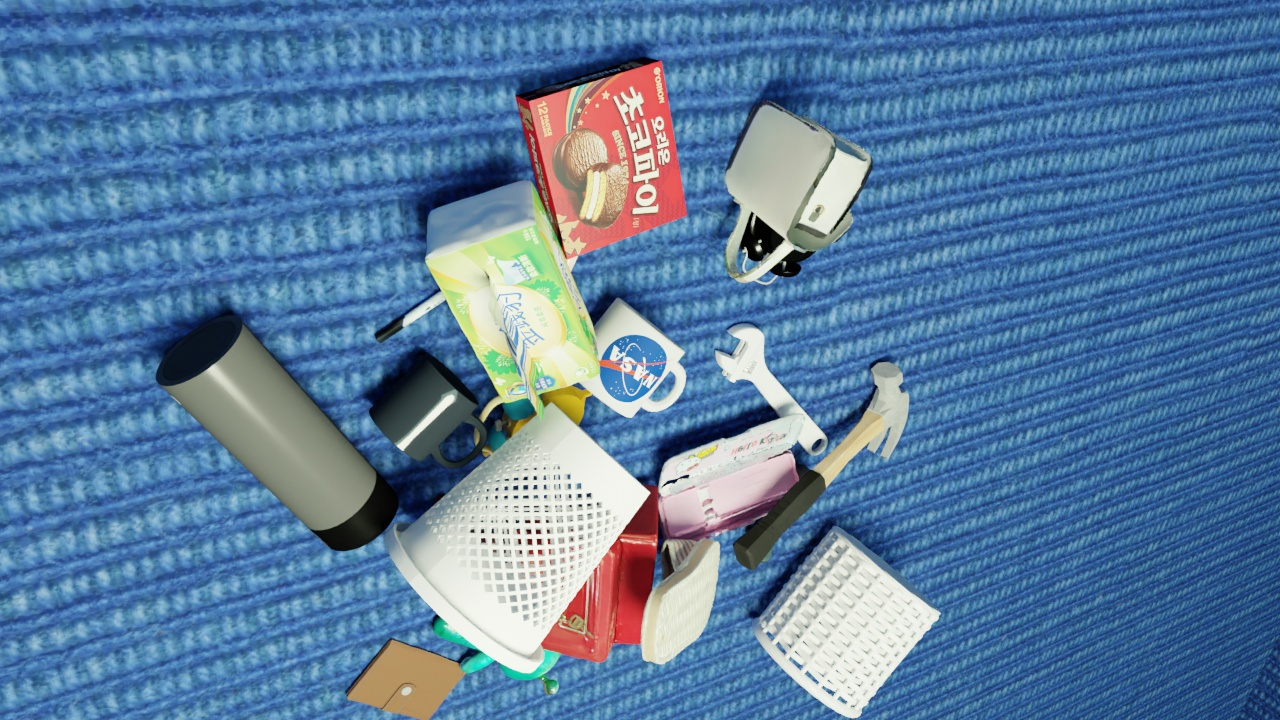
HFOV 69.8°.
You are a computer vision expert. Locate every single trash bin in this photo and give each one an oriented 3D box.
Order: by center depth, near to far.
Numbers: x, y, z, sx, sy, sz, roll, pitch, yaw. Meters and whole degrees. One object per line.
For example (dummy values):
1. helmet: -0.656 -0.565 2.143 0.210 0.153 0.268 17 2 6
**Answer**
1. trash bin: -0.107 0.159 0.897 0.199 0.195 0.195 -47 130 -5

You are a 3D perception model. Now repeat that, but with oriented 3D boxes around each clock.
1. clock: -0.114 0.060 0.964 0.129 0.043 0.099 -7 135 -37
2. clock: 0.158 -0.140 1.015 0.091 0.042 0.121 26 101 -38

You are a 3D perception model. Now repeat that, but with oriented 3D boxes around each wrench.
1. wrench: 0.172 0.046 1.149 0.066 0.018 0.273 -45 131 -1

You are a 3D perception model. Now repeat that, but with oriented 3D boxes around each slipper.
1. slipper: 0.039 0.260 1.029 0.262 0.052 0.115 -7 102 -72

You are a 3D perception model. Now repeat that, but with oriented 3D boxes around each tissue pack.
1. tissue pack: -0.109 -0.037 0.823 0.120 0.141 0.198 -22 133 9

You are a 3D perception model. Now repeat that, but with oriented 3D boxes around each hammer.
1. hammer: 0.236 0.143 1.174 0.327 0.039 0.131 -40 135 -25

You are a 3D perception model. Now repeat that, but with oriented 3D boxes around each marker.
1. marker: -0.188 -0.063 0.877 0.152 0.011 0.011 -36 129 -8

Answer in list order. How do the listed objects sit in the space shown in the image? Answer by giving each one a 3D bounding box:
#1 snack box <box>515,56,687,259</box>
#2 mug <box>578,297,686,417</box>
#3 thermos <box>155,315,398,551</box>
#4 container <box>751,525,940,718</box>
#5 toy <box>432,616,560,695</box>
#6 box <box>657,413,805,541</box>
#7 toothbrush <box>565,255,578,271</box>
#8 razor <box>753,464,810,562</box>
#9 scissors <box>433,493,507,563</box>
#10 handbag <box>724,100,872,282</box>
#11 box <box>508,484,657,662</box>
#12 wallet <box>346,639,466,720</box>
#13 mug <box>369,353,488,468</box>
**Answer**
1. snack box: -0.033 -0.191 0.870 0.132 0.036 0.152 -23 121 -18
2. mug: -0.006 0.006 0.966 0.121 0.091 0.090 37 95 -22
3. thermos: -0.320 0.074 0.833 0.082 0.082 0.240 -35 129 -9
4. container: 0.287 0.363 1.288 0.189 0.189 0.187 36 94 -39
5. toy: -0.155 0.336 1.094 0.193 0.072 0.131 36 96 -30
6. box: 0.111 0.143 1.146 0.201 0.066 0.154 -17 119 -22
7. toothbrush: -0.086 -0.062 0.933 0.015 0.018 0.181 13 109 -31
8. razor: 0.185 0.203 1.232 0.143 0.047 0.052 -60 152 9
9. scissors: -0.184 0.217 1.028 0.179 0.015 0.185 -13 115 -25
10. handbag: 0.143 -0.157 0.930 0.074 0.151 0.176 14 113 -32
11. box: -0.049 0.237 1.068 0.169 0.157 0.157 -45 145 -62
12. wallet: -0.272 0.379 1.081 0.087 0.013 0.121 -52 129 2
13. mug: -0.197 0.057 0.890 0.077 0.071 0.105 -45 97 -1
